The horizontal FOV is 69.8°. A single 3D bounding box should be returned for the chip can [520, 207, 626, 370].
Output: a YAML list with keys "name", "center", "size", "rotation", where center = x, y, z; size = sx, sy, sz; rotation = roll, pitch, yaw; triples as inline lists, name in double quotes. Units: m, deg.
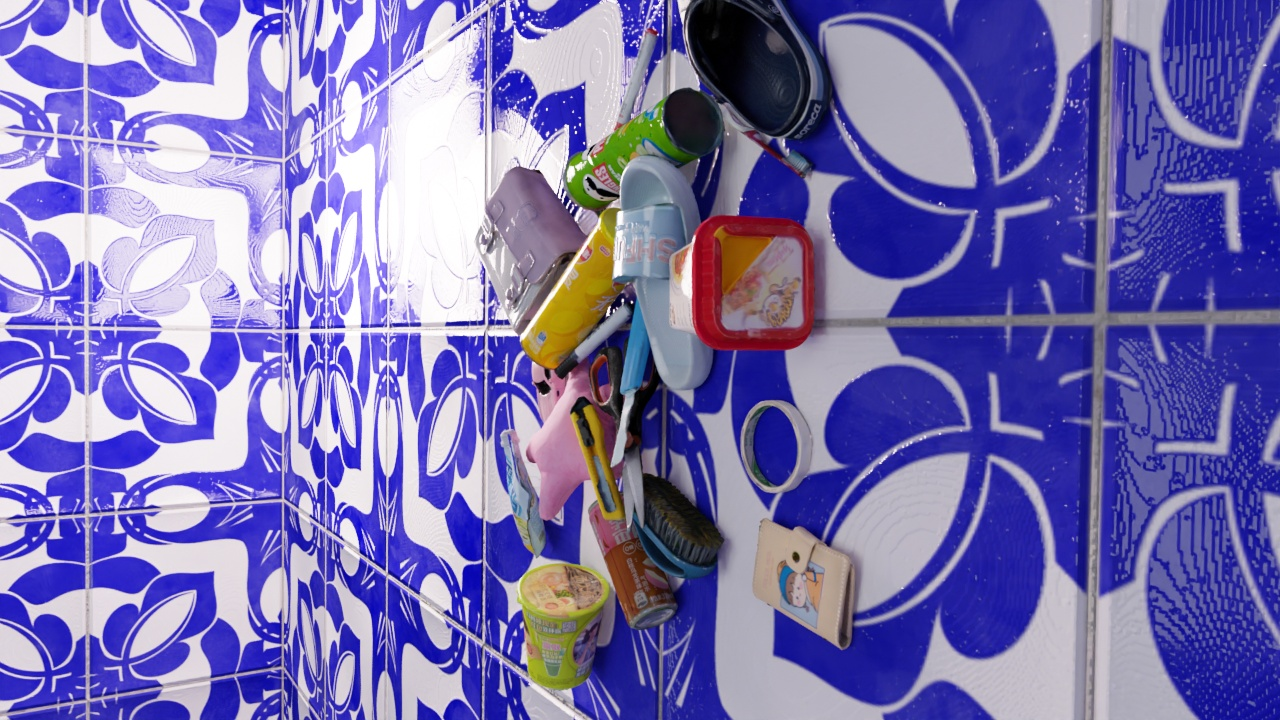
- name: "chip can"
  center: [-0.065, -0.080, 1.075]
  size: [0.214, 0.072, 0.072]
  rotation: [-50, 50, 38]

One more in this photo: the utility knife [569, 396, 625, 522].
- name: "utility knife"
  center: [-0.047, 0.109, 1.016]
  size: [0.033, 0.015, 0.156]
  rotation: [-30, 64, 20]

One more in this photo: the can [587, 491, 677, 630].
- name: "can"
  center: [-0.010, 0.222, 1.022]
  size: [0.058, 0.057, 0.147]
  rotation: [-58, 45, 40]

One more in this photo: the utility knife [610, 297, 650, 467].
- name: "utility knife"
  center: [-0.006, 0.006, 0.995]
  size: [0.034, 0.018, 0.224]
  rotation: [-4, 69, 49]

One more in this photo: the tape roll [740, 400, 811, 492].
- name: "tape roll"
  center: [0.124, 0.079, 0.851]
  size: [0.086, 0.013, 0.086]
  rotation: [1, 91, 58]

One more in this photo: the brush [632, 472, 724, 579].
- name: "brush"
  center: [0.030, 0.180, 0.962]
  size: [0.144, 0.055, 0.074]
  rotation: [42, 123, 49]

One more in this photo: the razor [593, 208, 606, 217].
- name: "razor"
  center: [-0.046, -0.180, 1.110]
  size: [0.043, 0.022, 0.142]
  rotation: [-60, 43, 41]

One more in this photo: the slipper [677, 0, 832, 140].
- name: "slipper"
  center: [0.083, -0.298, 0.845]
  size: [0.105, 0.095, 0.252]
  rotation: [-52, 52, 41]

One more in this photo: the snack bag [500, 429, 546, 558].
- name: "snack bag"
  center: [-0.153, 0.174, 1.194]
  size: [0.191, 0.039, 0.110]
  rotation: [89, 170, -53]

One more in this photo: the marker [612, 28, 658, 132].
- name: "marker"
  center: [-0.009, -0.309, 1.056]
  size: [0.017, 0.017, 0.145]
  rotation: [54, 133, 42]

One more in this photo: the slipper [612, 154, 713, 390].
- name: "slipper"
  center: [0.014, -0.083, 0.932]
  size: [0.104, 0.074, 0.245]
  rotation: [10, 115, 57]

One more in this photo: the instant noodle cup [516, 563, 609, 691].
- name: "instant noodle cup"
  center: [-0.097, 0.331, 1.124]
  size: [0.112, 0.111, 0.123]
  rotation: [33, 125, 53]

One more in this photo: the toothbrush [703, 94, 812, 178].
- name: "toothbrush"
  center: [0.107, -0.221, 0.876]
  size: [0.017, 0.016, 0.187]
  rotation: [-56, 43, 18]

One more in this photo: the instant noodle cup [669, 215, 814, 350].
- name: "instant noodle cup"
  center: [0.084, -0.066, 0.835]
  size: [0.124, 0.116, 0.116]
  rotation: [179, 91, -69]

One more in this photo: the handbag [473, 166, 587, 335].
- name: "handbag"
  center: [-0.141, -0.143, 1.197]
  size: [0.145, 0.098, 0.197]
  rotation: [-59, 44, 31]

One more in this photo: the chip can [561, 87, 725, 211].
- name: "chip can"
  center: [-0.004, -0.221, 0.983]
  size: [0.236, 0.072, 0.072]
  rotation: [-9, 82, 61]

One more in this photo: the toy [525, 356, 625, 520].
- name: "toy"
  center: [-0.074, 0.102, 1.087]
  size: [0.178, 0.074, 0.195]
  rotation: [39, 103, 51]

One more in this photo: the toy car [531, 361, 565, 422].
- name: "toy car"
  center: [-0.121, 0.029, 1.216]
  size: [0.056, 0.037, 0.122]
  rotation: [-13, 81, 58]

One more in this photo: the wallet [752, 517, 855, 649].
- name: "wallet"
  center: [0.145, 0.192, 0.815]
  size: [0.115, 0.024, 0.087]
  rotation: [19, 111, 57]

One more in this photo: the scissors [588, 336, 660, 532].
- name: "scissors"
  center: [-0.003, 0.068, 0.986]
  size: [0.153, 0.021, 0.234]
  rotation: [-42, 49, 14]

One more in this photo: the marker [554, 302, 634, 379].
- name: "marker"
  center: [-0.054, -0.022, 1.085]
  size: [0.131, 0.018, 0.022]
  rotation: [-41, 32, 23]
